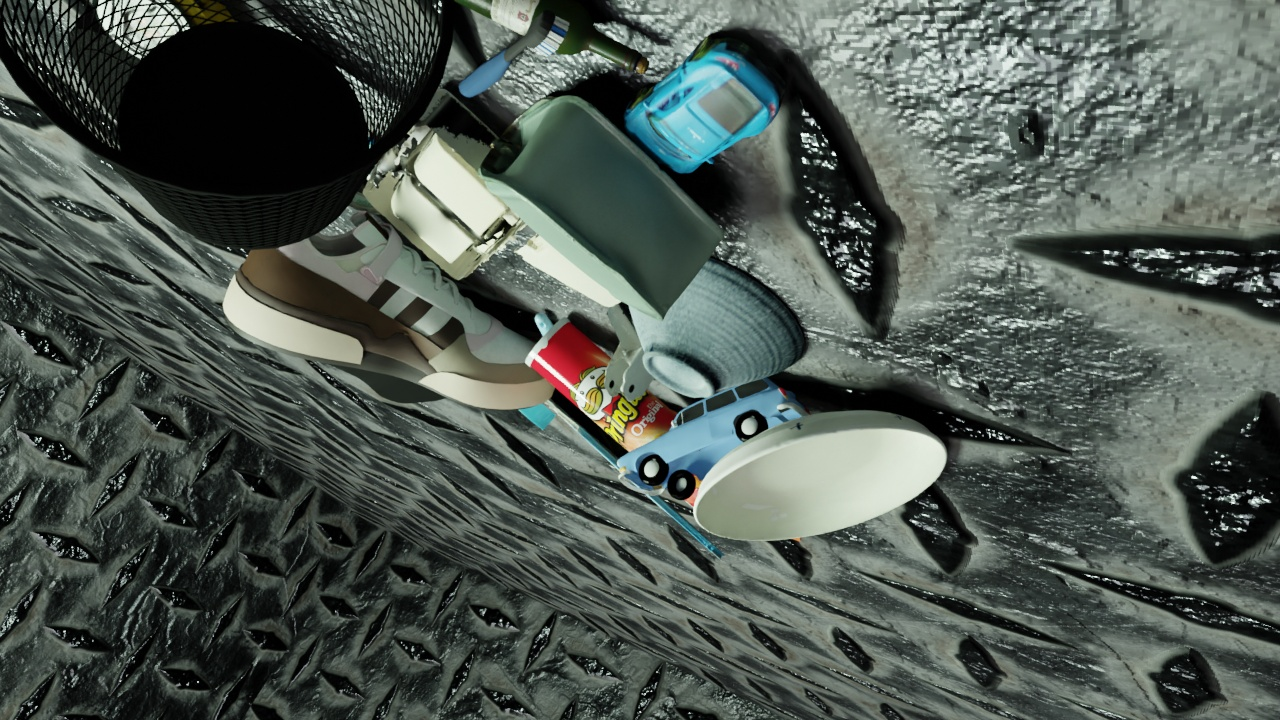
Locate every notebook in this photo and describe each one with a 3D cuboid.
[{"bbox_3d":[-0.028,0.102,0.951,0.253,0.009,0.181,46,174,-37],"label":"notebook"}]

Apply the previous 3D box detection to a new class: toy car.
[{"bbox_3d":[0.054,0.060,0.694,0.154,0.054,0.056,-26,146,23],"label":"toy car"},{"bbox_3d":[0.026,-0.117,0.443,0.048,0.032,0.105,37,159,-20],"label":"toy car"}]

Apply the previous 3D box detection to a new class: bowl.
[{"bbox_3d":[0.037,-0.012,0.628,0.137,0.057,0.137,25,159,10],"label":"bowl"}]

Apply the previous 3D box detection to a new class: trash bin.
[{"bbox_3d":[-0.209,-0.149,0.479,0.184,0.183,0.210,35,164,-15],"label":"trash bin"}]

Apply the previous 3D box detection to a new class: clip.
[{"bbox_3d":[-0.011,0.001,0.726,0.052,0.059,0.102,36,167,42],"label":"clip"},{"bbox_3d":[-0.130,0.032,0.940,0.120,0.030,0.130,43,176,38],"label":"clip"}]

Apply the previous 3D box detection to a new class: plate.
[{"bbox_3d":[0.125,0.079,0.660,0.182,0.034,0.183,-8,149,-5],"label":"plate"}]

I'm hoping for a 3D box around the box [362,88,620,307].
[{"bbox_3d":[-0.093,-0.088,0.622,0.184,0.044,0.144,44,153,-15],"label":"box"}]

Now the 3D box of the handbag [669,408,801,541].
[{"bbox_3d":[0.070,0.100,0.841,0.172,0.060,0.109,20,153,23],"label":"handbag"}]

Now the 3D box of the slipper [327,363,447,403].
[{"bbox_3d":[-0.256,-0.025,0.956,0.109,0.083,0.265,-18,158,10],"label":"slipper"}]

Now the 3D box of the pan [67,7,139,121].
[{"bbox_3d":[-0.364,-0.214,0.699,0.225,0.034,0.357,30,158,10],"label":"pan"}]

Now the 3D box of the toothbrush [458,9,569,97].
[{"bbox_3d":[-0.069,-0.149,0.461,0.014,0.014,0.168,25,177,-23],"label":"toothbrush"}]

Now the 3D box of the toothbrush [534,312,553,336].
[{"bbox_3d":[-0.069,0.000,0.843,0.022,0.016,0.155,-11,148,9],"label":"toothbrush"}]

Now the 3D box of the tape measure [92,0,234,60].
[{"bbox_3d":[-0.304,-0.221,0.583,0.071,0.042,0.072,-5,144,13],"label":"tape measure"}]

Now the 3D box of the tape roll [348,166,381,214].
[{"bbox_3d":[-0.234,-0.150,0.719,0.093,0.013,0.093,26,159,11],"label":"tape roll"}]

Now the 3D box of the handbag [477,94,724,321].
[{"bbox_3d":[-0.024,-0.088,0.516,0.122,0.067,0.106,39,175,-22],"label":"handbag"}]

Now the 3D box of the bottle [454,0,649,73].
[{"bbox_3d":[-0.044,-0.162,0.435,0.106,0.025,0.025,28,159,4],"label":"bottle"}]

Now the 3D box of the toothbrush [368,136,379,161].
[{"bbox_3d":[-0.167,-0.118,0.699,0.022,0.017,0.135,14,155,41],"label":"toothbrush"}]

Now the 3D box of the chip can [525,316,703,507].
[{"bbox_3d":[0.001,0.053,0.765,0.214,0.051,0.052,41,159,3],"label":"chip can"}]

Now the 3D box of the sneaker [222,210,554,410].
[{"bbox_3d":[-0.188,-0.050,0.787,0.293,0.116,0.111,19,-161,-29],"label":"sneaker"}]
